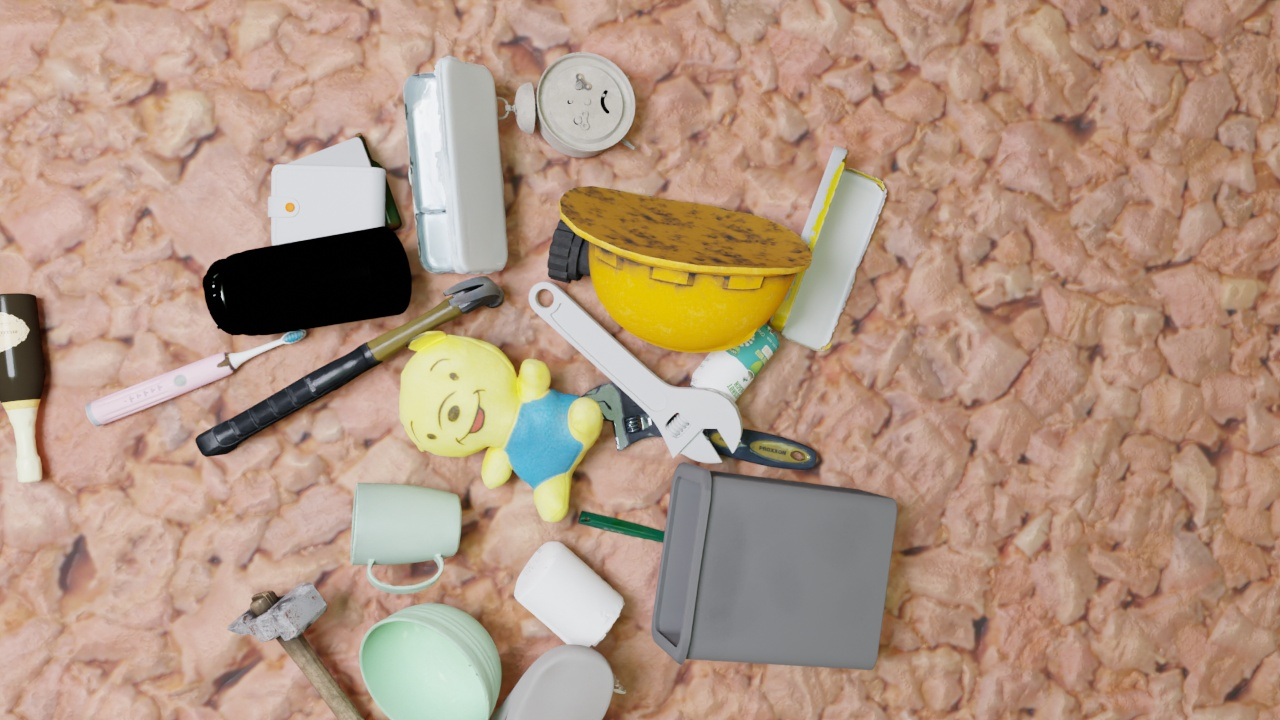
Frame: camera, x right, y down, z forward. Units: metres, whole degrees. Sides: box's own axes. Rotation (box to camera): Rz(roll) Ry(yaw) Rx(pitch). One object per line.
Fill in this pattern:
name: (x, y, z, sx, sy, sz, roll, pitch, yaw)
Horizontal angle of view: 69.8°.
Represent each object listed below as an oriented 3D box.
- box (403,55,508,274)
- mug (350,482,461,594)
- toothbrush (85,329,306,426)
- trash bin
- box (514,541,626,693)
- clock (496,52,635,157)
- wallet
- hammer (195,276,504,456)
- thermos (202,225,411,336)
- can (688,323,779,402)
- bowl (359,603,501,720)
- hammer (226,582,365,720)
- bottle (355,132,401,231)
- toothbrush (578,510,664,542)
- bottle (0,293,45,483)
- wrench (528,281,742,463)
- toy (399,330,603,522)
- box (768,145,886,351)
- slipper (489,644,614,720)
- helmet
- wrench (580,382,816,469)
box: (-0.187, -0.185, 0.897, 0.106, 0.127, 0.215, -5, 102, 1)
mug: (-0.236, 0.179, 0.923, 0.104, 0.084, 0.111, 5, 56, -18)
toothbrush: (-0.448, 0.013, 0.932, 0.222, 0.026, 0.027, -23, 103, -7)
trash bin: (0.139, 0.217, 0.960, 0.219, 0.098, 0.191, 9, 88, -17)
box: (-0.059, 0.270, 0.959, 0.166, 0.084, 0.092, 40, 74, -6)
clock: (-0.083, -0.265, 0.971, 0.156, 0.061, 0.103, -4, 88, -15)
wallet: (-0.319, -0.169, 0.934, 0.118, 0.037, 0.115, 3, 95, 5)
hammer: (-0.291, 0.005, 0.921, 0.333, 0.118, 0.025, -30, 88, -2)
thermos: (-0.335, -0.073, 0.900, 0.199, 0.086, 0.086, -8, 90, 12)
can: (0.101, 0.002, 0.993, 0.055, 0.055, 0.101, 40, 84, -5)
bowl: (-0.199, 0.304, 0.923, 0.151, 0.076, 0.151, 9, 114, 21)
hammer: (-0.292, 0.362, 0.925, 0.319, 0.122, 0.048, 59, 38, -11)
bottle: (-0.278, -0.187, 0.959, 0.025, 0.025, 0.106, -19, 92, -8)
toothbrush: (0.025, 0.193, 0.999, 0.189, 0.017, 0.016, 15, 89, -7)
bottle: (-0.609, 0.028, 0.900, 0.045, 0.045, 0.184, -7, 90, -8)
wrench: (-0.006, 0.006, 0.967, 0.273, 0.018, 0.087, 43, 106, 3)
toy: (-0.148, 0.057, 0.941, 0.214, 0.084, 0.149, 24, 105, -5)
box: (0.200, -0.122, 1.011, 0.117, 0.057, 0.210, 25, 84, -45)
slipper: (-0.111, 0.382, 0.940, 0.112, 0.080, 0.266, 14, 111, -22)
helmet: (0.035, -0.079, 0.935, 0.255, 0.204, 0.131, 14, 115, 8)
wrench: (0.061, 0.079, 1.003, 0.273, 0.022, 0.073, 13, 81, -6)
